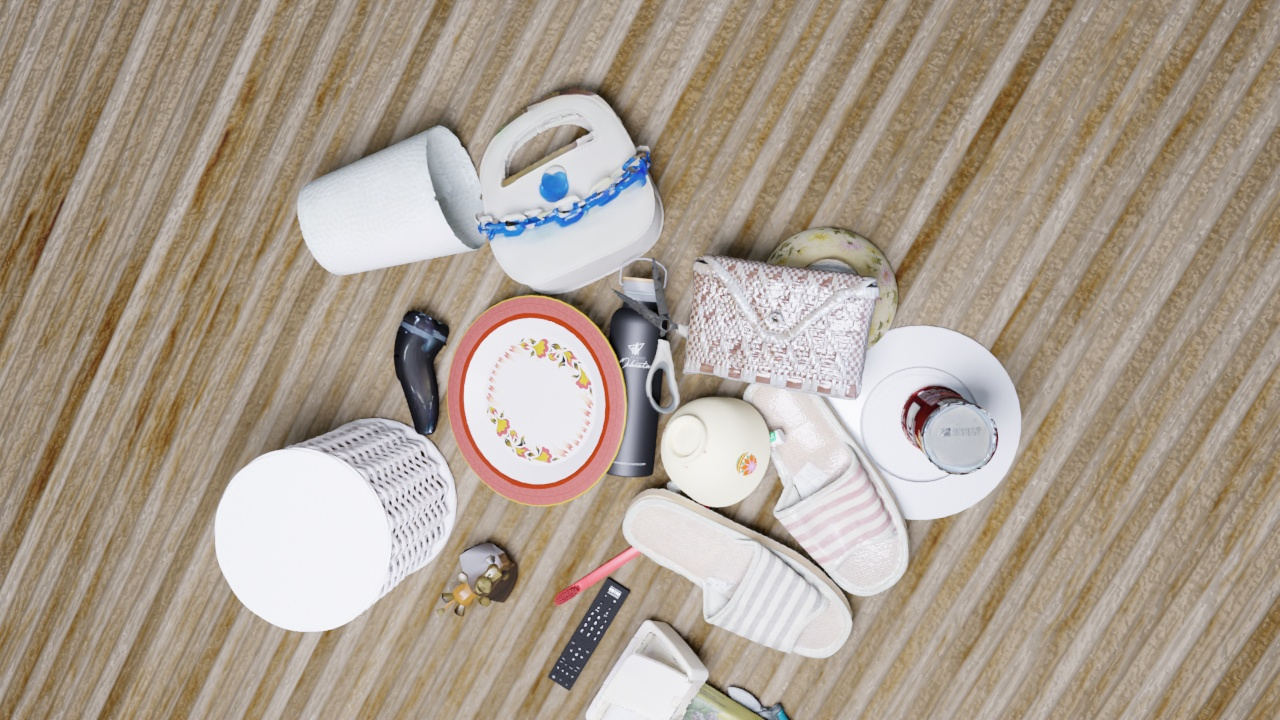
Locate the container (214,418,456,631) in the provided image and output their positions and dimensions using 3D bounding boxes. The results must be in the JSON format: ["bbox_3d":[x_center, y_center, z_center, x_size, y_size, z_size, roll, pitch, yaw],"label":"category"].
[{"bbox_3d":[-0.317,0.168,0.981,0.189,0.186,0.189,1,95,8],"label":"container"}]

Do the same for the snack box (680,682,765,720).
[{"bbox_3d":[0.095,0.441,1.008,0.181,0.045,0.121,31,107,8],"label":"snack box"}]

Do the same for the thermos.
[{"bbox_3d":[-0.006,0.006,0.986,0.061,0.061,0.231,6,96,8],"label":"thermos"}]

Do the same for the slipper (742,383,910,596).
[{"bbox_3d":[0.190,0.130,0.968,0.115,0.052,0.263,-30,87,19],"label":"slipper"}]

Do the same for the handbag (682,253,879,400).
[{"bbox_3d":[0.134,-0.034,0.909,0.186,0.046,0.124,10,105,16],"label":"handbag"}]

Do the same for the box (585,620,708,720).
[{"bbox_3d":[0.005,0.373,0.949,0.184,0.098,0.143,37,100,47],"label":"box"}]

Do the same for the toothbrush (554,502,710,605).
[{"bbox_3d":[-0.011,0.217,1.027,0.213,0.018,0.012,-34,89,10],"label":"toothbrush"}]

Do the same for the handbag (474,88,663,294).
[{"bbox_3d":[-0.083,-0.185,0.971,0.201,0.093,0.199,-26,83,10],"label":"handbag"}]

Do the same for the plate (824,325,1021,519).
[{"bbox_3d":[0.295,0.067,0.971,0.209,0.015,0.208,1,95,8],"label":"plate"}]

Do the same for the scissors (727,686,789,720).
[{"bbox_3d":[0.155,0.418,1.021,0.136,0.019,0.139,-1,101,13],"label":"scissors"}]

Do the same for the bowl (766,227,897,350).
[{"bbox_3d":[0.194,-0.068,0.948,0.145,0.063,0.145,0,93,10],"label":"bowl"}]

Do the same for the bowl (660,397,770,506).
[{"bbox_3d":[0.065,0.087,0.949,0.118,0.074,0.117,-13,67,34],"label":"bowl"}]

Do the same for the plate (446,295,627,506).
[{"bbox_3d":[-0.114,0.044,1.003,0.230,0.021,0.230,2,94,26],"label":"plate"}]

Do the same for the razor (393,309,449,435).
[{"bbox_3d":[-0.242,0.013,1.031,0.063,0.053,0.140,-9,102,-24],"label":"razor"}]

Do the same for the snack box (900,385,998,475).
[{"bbox_3d":[0.300,0.067,0.900,0.072,0.121,0.072,1,96,7],"label":"snack box"}]

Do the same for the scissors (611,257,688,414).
[{"bbox_3d":[0.035,-0.022,0.961,0.170,0.013,0.157,11,93,-27],"label":"scissors"}]

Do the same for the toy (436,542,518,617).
[{"bbox_3d":[-0.187,0.252,1.031,0.100,0.062,0.076,-41,107,-9],"label":"toy"}]

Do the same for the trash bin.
[{"bbox_3d":[-0.266,-0.162,0.980,0.161,0.133,0.133,-14,93,14],"label":"trash bin"}]

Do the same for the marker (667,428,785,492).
[{"bbox_3d":[0.090,0.110,0.984,0.146,0.017,0.017,-29,90,27],"label":"marker"}]

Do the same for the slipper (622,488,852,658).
[{"bbox_3d":[0.101,0.231,0.981,0.272,0.054,0.115,33,113,1],"label":"slipper"}]

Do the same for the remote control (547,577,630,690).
[{"bbox_3d":[-0.059,0.312,1.047,0.030,0.009,0.140,31,98,4],"label":"remote control"}]
